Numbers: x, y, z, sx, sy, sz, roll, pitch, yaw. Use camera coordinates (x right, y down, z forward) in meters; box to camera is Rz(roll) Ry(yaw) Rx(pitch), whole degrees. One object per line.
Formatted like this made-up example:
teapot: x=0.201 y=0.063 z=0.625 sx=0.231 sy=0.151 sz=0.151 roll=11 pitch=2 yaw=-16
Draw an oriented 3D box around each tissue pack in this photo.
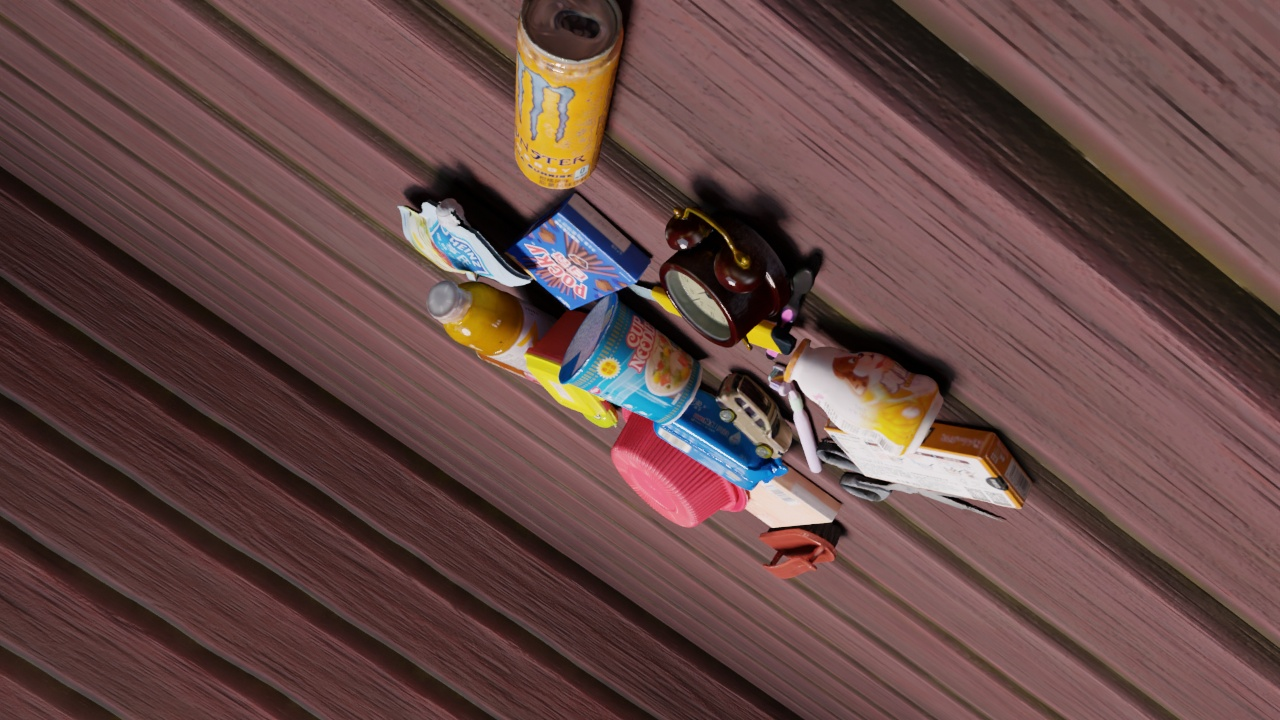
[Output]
tissue pack: x=0.078 y=0.076 z=0.945 sx=0.157 sy=0.052 sz=0.095 roll=32 pitch=163 yaw=6

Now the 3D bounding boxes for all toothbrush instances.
toothbrush: x=0.111 y=-0.034 z=0.686 sx=0.014 sy=0.017 sz=0.189 roll=31 pitch=165 yaw=9
toothbrush: x=0.147 y=0.061 z=0.846 sx=0.021 sy=0.029 sz=0.189 roll=-14 pitch=145 yaw=13

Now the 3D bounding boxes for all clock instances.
clock: x=0.055 y=-0.060 z=0.623 sx=0.082 sy=0.055 sz=0.122 roll=40 pitch=163 yaw=29

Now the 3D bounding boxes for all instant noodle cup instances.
instant noodle cup: x=-0.005 y=0.005 z=0.858 sx=0.110 sy=0.099 sz=0.099 roll=30 pitch=163 yaw=-17
instant noodle cup: x=0.032 y=0.130 z=1.087 sx=0.194 sy=0.065 sz=0.194 roll=38 pitch=158 yaw=18

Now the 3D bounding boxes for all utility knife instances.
utility knife: x=0.052 y=-0.041 z=0.748 sx=0.193 sy=0.015 sz=0.033 roll=24 pitch=159 yaw=42

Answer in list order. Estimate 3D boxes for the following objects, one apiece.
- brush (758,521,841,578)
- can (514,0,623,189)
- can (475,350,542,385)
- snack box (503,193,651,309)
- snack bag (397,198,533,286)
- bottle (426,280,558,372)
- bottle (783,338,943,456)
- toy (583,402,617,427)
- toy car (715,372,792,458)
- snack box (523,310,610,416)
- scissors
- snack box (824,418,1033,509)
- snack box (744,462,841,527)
brush: x=0.191 y=0.226 z=1.101 sx=0.063 sy=0.069 sz=0.146 roll=34 pitch=161 yaw=-3
can: x=-0.047 y=-0.161 z=0.554 sx=0.058 sy=0.058 sz=0.146 roll=33 pitch=161 yaw=2
can: x=-0.124 y=-0.007 z=1.062 sx=0.147 sy=0.057 sz=0.058 roll=21 pitch=157 yaw=33
snack box: x=-0.059 y=-0.090 z=0.798 sx=0.084 sy=0.026 sz=0.157 roll=41 pitch=160 yaw=-15
snack bag: x=-0.176 y=-0.113 z=0.883 sx=0.110 sy=0.038 sz=0.191 roll=53 pitch=164 yaw=-23
bottle: x=-0.145 y=-0.036 z=0.932 sx=0.068 sy=0.068 sz=0.189 roll=23 pitch=178 yaw=28
bottle: x=0.159 y=0.023 z=0.662 sx=0.108 sy=0.063 sz=0.063 roll=28 pitch=161 yaw=17
toy: x=-0.067 y=0.053 z=1.159 sx=0.100 sy=0.031 sz=0.097 roll=34 pitch=162 yaw=12
toy car: x=0.108 y=0.052 z=0.848 sx=0.090 sy=0.042 sz=0.035 roll=46 pitch=136 yaw=-17
snack box: x=-0.059 y=0.001 z=0.940 sx=0.082 sy=0.080 sz=0.091 roll=19 pitch=156 yaw=40
scissors: x=0.238 y=0.113 z=0.840 sx=0.159 sy=0.014 sz=0.171 roll=30 pitch=159 yaw=3
snack box: x=0.228 y=0.077 z=0.740 sx=0.075 sy=0.026 sz=0.154 roll=45 pitch=159 yaw=-31
snack box: x=0.156 y=0.156 z=1.051 sx=0.084 sy=0.026 sz=0.157 roll=36 pitch=161 yaw=-6
